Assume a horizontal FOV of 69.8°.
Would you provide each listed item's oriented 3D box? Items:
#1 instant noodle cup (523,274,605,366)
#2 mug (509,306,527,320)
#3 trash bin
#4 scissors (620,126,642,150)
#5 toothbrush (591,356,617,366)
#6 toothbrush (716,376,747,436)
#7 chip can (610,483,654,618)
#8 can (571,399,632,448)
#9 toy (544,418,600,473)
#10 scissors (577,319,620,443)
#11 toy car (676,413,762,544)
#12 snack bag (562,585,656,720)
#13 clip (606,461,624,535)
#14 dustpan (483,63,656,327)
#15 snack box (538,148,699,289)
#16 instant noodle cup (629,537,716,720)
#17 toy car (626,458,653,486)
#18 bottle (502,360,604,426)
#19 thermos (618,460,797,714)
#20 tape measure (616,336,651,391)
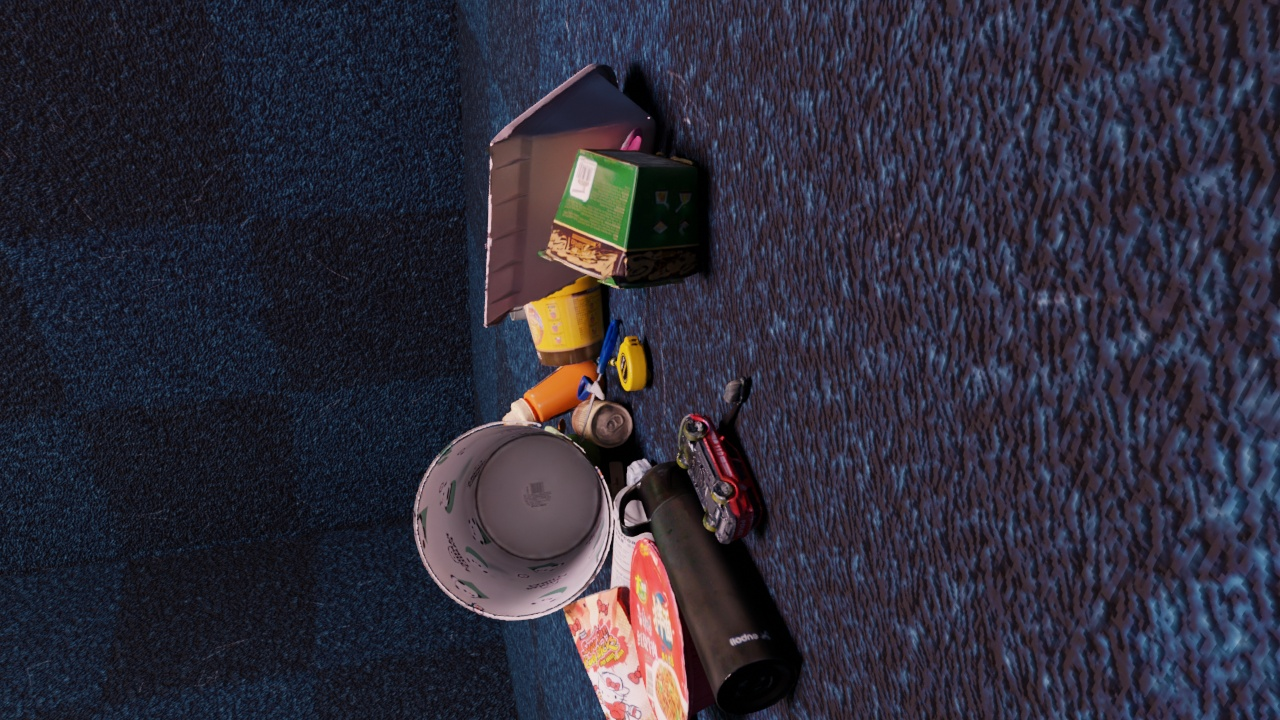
[{"bbox_3d":[-0.100,-0.060,1.230,0.118,0.118,0.114,-141,39,-70],"label":"instant noodle cup"},{"bbox_3d":[-0.152,-0.120,1.408,0.084,0.103,0.123,99,160,-44],"label":"mug"},{"bbox_3d":[-0.146,0.189,1.176,0.252,0.229,0.229,80,-177,-87],"label":"trash bin"},{"bbox_3d":[-0.020,-0.170,0.909,0.133,0.017,0.134,-31,-29,-59],"label":"scissors"},{"bbox_3d":[-0.054,-0.002,1.253,0.017,0.012,0.186,43,171,-13],"label":"toothbrush"},{"bbox_3d":[0.069,0.070,0.828,0.189,0.016,0.014,103,155,-54],"label":"toothbrush"},{"bbox_3d":[0.001,0.241,1.039,0.071,0.071,0.215,-115,24,-52],"label":"chip can"},{"bbox_3d":[-0.051,0.081,1.192,0.116,0.058,0.058,179,85,-75],"label":"can"},{"bbox_3d":[-0.110,0.193,1.401,0.247,0.090,0.226,112,148,-54],"label":"toy"},{"bbox_3d":[-0.056,0.026,1.146,0.163,0.012,0.175,148,141,-68],"label":"scissors"},{"bbox_3d":[0.066,0.099,0.790,0.053,0.045,0.120,102,151,-46],"label":"toy car"},{"bbox_3d":[-0.016,0.361,1.035,0.129,0.073,0.208,-36,77,52],"label":"snack bag"},{"bbox_3d":[-0.028,0.184,1.206,0.099,0.034,0.070,-100,13,-48],"label":"clip"},{"bbox_3d":[-0.093,-0.191,0.970,0.139,0.272,0.223,43,139,30],"label":"dustpan"},{"bbox_3d":[-0.012,-0.134,0.831,0.118,0.117,0.106,25,116,39],"label":"snack box"},{"bbox_3d":[0.043,0.269,0.907,0.194,0.065,0.194,175,91,-75],"label":"instant noodle cup"},{"bbox_3d":[0.004,0.161,1.072,0.043,0.034,0.090,-149,53,-67],"label":"toy car"},{"bbox_3d":[-0.123,0.052,1.264,0.067,0.149,0.067,47,155,30],"label":"bottle"},{"bbox_3d":[0.047,0.192,0.807,0.242,0.090,0.068,-118,14,-52],"label":"thermos"},{"bbox_3d":[-0.006,0.006,1.056,0.060,0.029,0.057,105,155,-53],"label":"tape measure"}]
